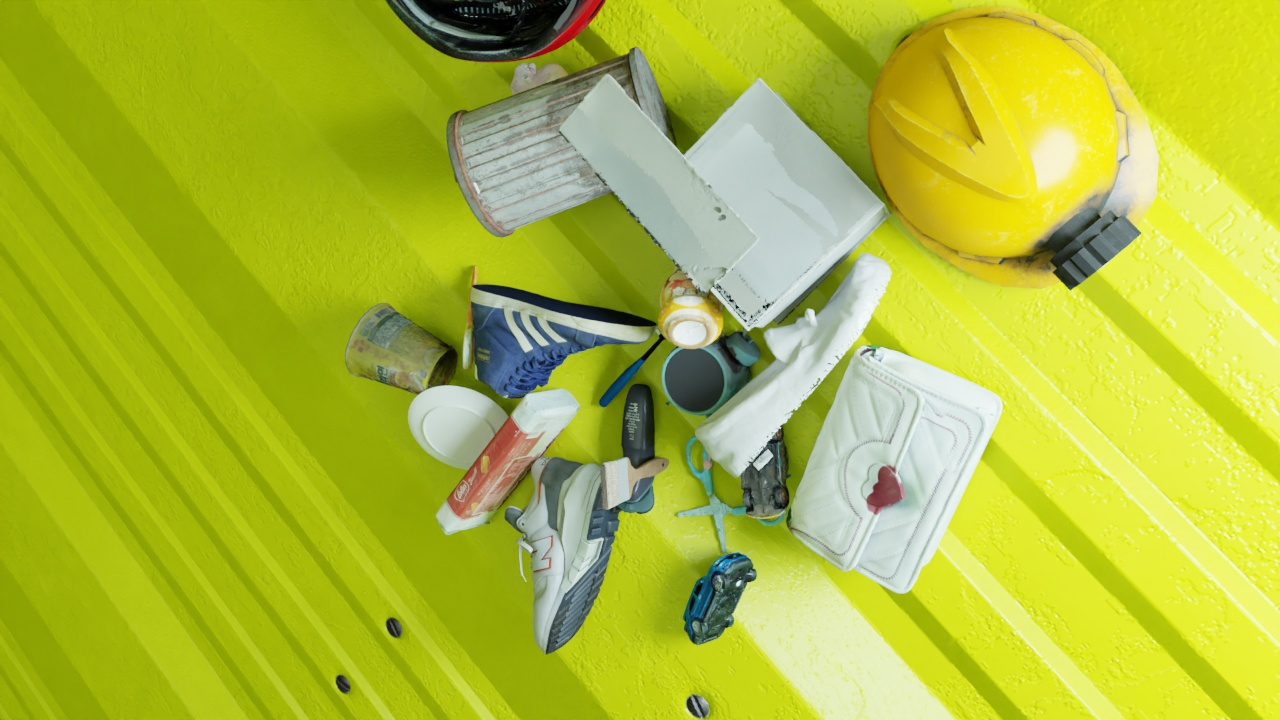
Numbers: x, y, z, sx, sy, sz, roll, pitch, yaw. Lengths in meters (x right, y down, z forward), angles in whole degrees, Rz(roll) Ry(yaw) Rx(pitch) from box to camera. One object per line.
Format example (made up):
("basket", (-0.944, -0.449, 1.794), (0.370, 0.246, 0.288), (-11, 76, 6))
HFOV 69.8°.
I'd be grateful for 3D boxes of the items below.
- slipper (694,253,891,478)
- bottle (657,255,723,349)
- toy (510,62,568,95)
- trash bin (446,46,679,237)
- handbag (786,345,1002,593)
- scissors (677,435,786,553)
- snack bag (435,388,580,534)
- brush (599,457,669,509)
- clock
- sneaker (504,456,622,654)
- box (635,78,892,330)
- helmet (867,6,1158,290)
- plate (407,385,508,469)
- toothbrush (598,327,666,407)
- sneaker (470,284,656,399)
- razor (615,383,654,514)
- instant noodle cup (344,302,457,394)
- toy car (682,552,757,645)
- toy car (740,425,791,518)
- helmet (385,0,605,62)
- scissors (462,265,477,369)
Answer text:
("slipper", (0.144, 0.000, 0.866), (0.074, 0.112, 0.247), (36, 106, -10))
("bottle", (0.051, -0.064, 0.907), (0.063, 0.108, 0.063), (3, 136, 3))
("toy", (-0.082, -0.274, 0.965), (0.110, 0.047, 0.064), (26, 114, 8))
("trash bin", (-0.081, -0.210, 0.902), (0.211, 0.130, 0.131), (-17, 94, 14))
("handbag", (0.229, 0.099, 0.854), (0.142, 0.096, 0.199), (25, 115, 23))
("scissors", (0.094, 0.145, 0.990), (0.136, 0.015, 0.135), (-4, 106, 32))
("snack bag", (-0.159, 0.121, 1.085), (0.226, 0.077, 0.041), (-49, 66, 29))
("brush", (-0.003, 0.119, 0.959), (0.008, 0.142, 0.045), (-1, 93, 28))
("clock", (0.071, 0.002, 0.942), (0.090, 0.053, 0.124), (26, 111, 21))
("sneaker", (-0.105, 0.215, 1.080), (0.124, 0.088, 0.240), (26, 105, 26))
("box", (0.186, -0.166, 0.977), (0.169, 0.402, 0.172), (50, 119, 13))
("helmet", (0.282, -0.171, 0.739), (0.255, 0.131, 0.206), (50, 120, 11))
("plate", (-0.218, 0.086, 1.109), (0.134, 0.011, 0.135), (6, 128, 7))
("toothbrush", (-0.006, 0.006, 0.982), (0.014, 0.014, 0.168), (60, 139, 16))
("sneaker", (-0.097, -0.004, 1.011), (0.233, 0.091, 0.118), (14, 104, 26))
("razor", (-0.004, 0.097, 1.011), (0.047, 0.052, 0.143), (7, 100, 30))
("instant noodle cup", (-0.287, -0.005, 1.122), (0.108, 0.102, 0.102), (24, 113, 13))
("toy car", (0.081, 0.256, 0.997), (0.043, 0.056, 0.120), (46, 127, 38))
("toy car", (0.130, 0.105, 0.934), (0.047, 0.047, 0.111), (-11, 75, 33))
("helmet", (-0.139, -0.406, 0.891), (0.272, 0.166, 0.218), (7, 117, 22))
("scissors", (-0.200, -0.052, 1.081), (0.013, 0.070, 0.130), (4, 97, -7))
